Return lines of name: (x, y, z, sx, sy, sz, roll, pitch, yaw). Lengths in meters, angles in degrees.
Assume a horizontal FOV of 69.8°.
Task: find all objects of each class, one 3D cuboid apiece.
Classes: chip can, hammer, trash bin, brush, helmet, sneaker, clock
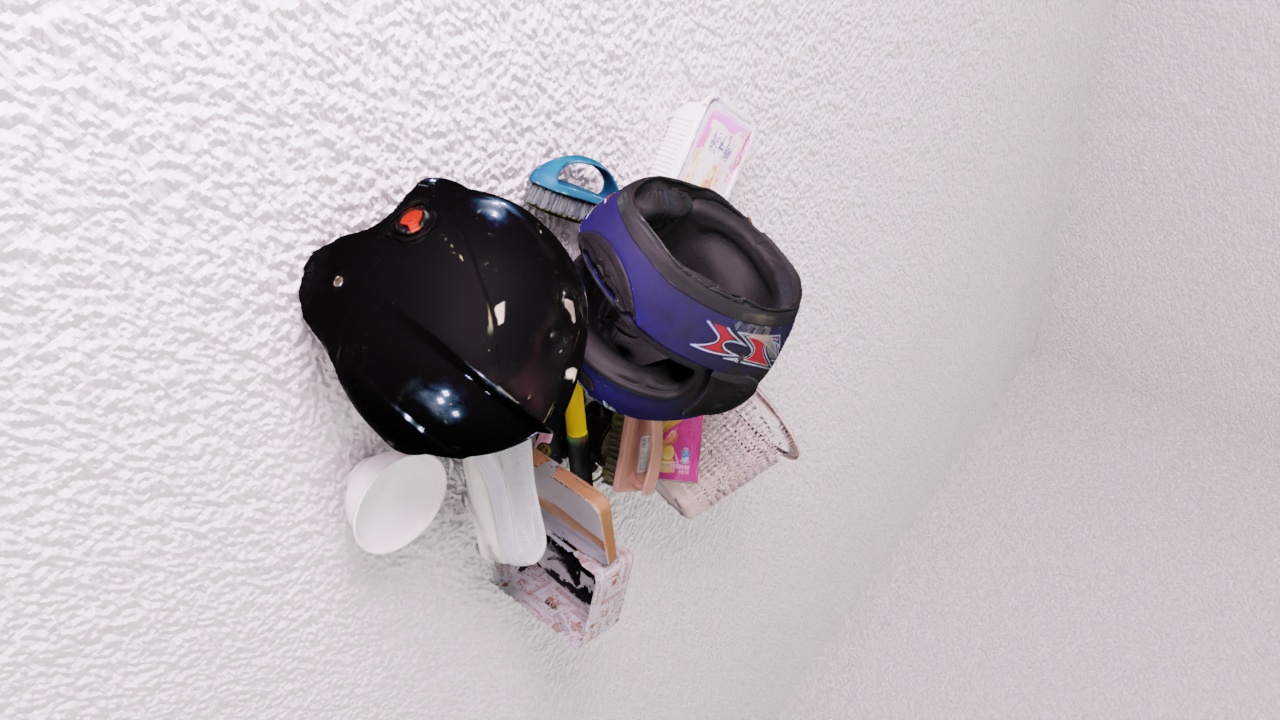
chip can: (0.055, 0.063, 1.269, 0.071, 0.071, 0.210, 20, 73, -59)
hammer: (-0.082, 0.094, 1.177, 0.128, 0.033, 0.301, -40, 139, -40)
trash bin: (0.094, 0.122, 1.383, 0.192, 0.227, 0.227, -41, 145, -10)
brush: (-0.003, 0.104, 1.224, 0.063, 0.073, 0.145, 7, 93, -53)
helmet: (-0.158, -0.039, 0.862, 0.233, 0.230, 0.274, 50, 52, -59)
brush: (-0.068, -0.190, 1.020, 0.143, 0.055, 0.073, 7, 110, -57)
sneaker: (-0.182, 0.126, 1.078, 0.089, 0.091, 0.242, -32, 114, -58)
clock: (-0.056, 0.114, 1.279, 0.081, 0.055, 0.122, -10, 119, -53)
helmet: (0.020, -0.051, 1.013, 0.241, 0.247, 0.314, -45, 156, 26)

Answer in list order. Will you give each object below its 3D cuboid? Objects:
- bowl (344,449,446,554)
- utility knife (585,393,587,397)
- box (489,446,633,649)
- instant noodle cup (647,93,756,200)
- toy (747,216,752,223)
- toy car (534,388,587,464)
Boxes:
bowl: (-0.272, 0.138, 0.972, 0.118, 0.065, 0.118, -36, 140, -37)
utility knife: (-0.089, 0.079, 1.236, 0.029, 0.013, 0.151, -111, -136, -78)
box: (-0.103, 0.223, 1.179, 0.105, 0.179, 0.261, -23, 132, -47)
instant noodle cup: (0.067, -0.247, 1.170, 0.137, 0.060, 0.173, 9, 105, -58)
toy: (0.155, -0.103, 1.360, 0.130, 0.140, 0.200, -4, 117, -9)
toy car: (-0.108, 0.085, 1.200, 0.056, 0.037, 0.122, 12, 99, -62)
